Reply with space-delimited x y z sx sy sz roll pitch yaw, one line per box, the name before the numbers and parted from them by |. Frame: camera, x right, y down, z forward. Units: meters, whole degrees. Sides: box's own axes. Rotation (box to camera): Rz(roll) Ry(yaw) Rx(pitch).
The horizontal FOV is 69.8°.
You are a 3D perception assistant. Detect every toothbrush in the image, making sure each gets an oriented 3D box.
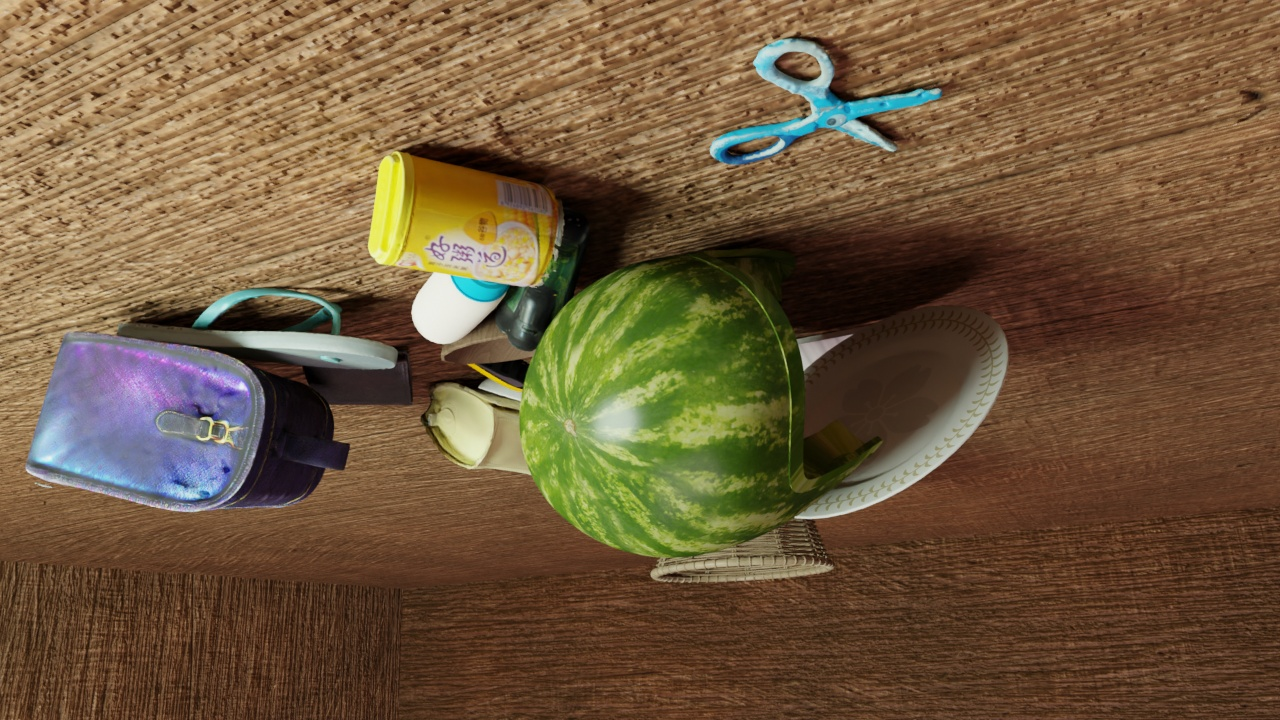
toothbrush | -0.088 0.029 0.894 0.196 0.031 0.031 27 154 -21

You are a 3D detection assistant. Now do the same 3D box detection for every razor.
razor | -0.068 -0.055 0.662 0.054 0.067 0.152 17 153 -11

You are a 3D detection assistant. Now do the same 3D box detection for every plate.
plate | -0.114 0.031 0.949 0.104 0.026 0.104 16 176 1
plate | 0.194 0.042 0.769 0.243 0.241 0.016 -20 119 43

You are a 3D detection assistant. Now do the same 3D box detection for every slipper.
slipper | -0.310 -0.026 0.762 0.269 0.054 0.098 2 168 22

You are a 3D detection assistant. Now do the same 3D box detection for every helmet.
helmet | 0.030 0.033 0.666 0.244 0.213 0.246 -28 165 28

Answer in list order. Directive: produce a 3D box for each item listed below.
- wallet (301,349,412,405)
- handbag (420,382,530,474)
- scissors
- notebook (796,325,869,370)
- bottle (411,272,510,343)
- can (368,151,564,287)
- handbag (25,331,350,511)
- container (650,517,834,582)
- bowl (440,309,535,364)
wallet | -0.279 0.017 0.913 0.099 0.031 0.120 -2 160 -11
handbag | -0.165 0.072 0.997 0.111 0.081 0.119 23 -177 34
scissors | 0.096 -0.137 0.522 0.134 0.011 0.138 11 157 -40
notebook | 0.208 0.011 0.940 0.210 0.009 0.142 -11 147 24
bottle | -0.126 -0.055 0.673 0.051 0.051 0.147 7 159 -28
can | -0.108 -0.084 0.562 0.105 0.067 0.068 7 160 -29
handbag | -0.361 0.061 0.781 0.222 0.125 0.205 12 171 -2
container | 0.123 0.174 1.176 0.227 0.196 0.227 -2 162 -1
bowl | -0.114 -0.024 0.786 0.118 0.030 0.118 -9 172 -2
